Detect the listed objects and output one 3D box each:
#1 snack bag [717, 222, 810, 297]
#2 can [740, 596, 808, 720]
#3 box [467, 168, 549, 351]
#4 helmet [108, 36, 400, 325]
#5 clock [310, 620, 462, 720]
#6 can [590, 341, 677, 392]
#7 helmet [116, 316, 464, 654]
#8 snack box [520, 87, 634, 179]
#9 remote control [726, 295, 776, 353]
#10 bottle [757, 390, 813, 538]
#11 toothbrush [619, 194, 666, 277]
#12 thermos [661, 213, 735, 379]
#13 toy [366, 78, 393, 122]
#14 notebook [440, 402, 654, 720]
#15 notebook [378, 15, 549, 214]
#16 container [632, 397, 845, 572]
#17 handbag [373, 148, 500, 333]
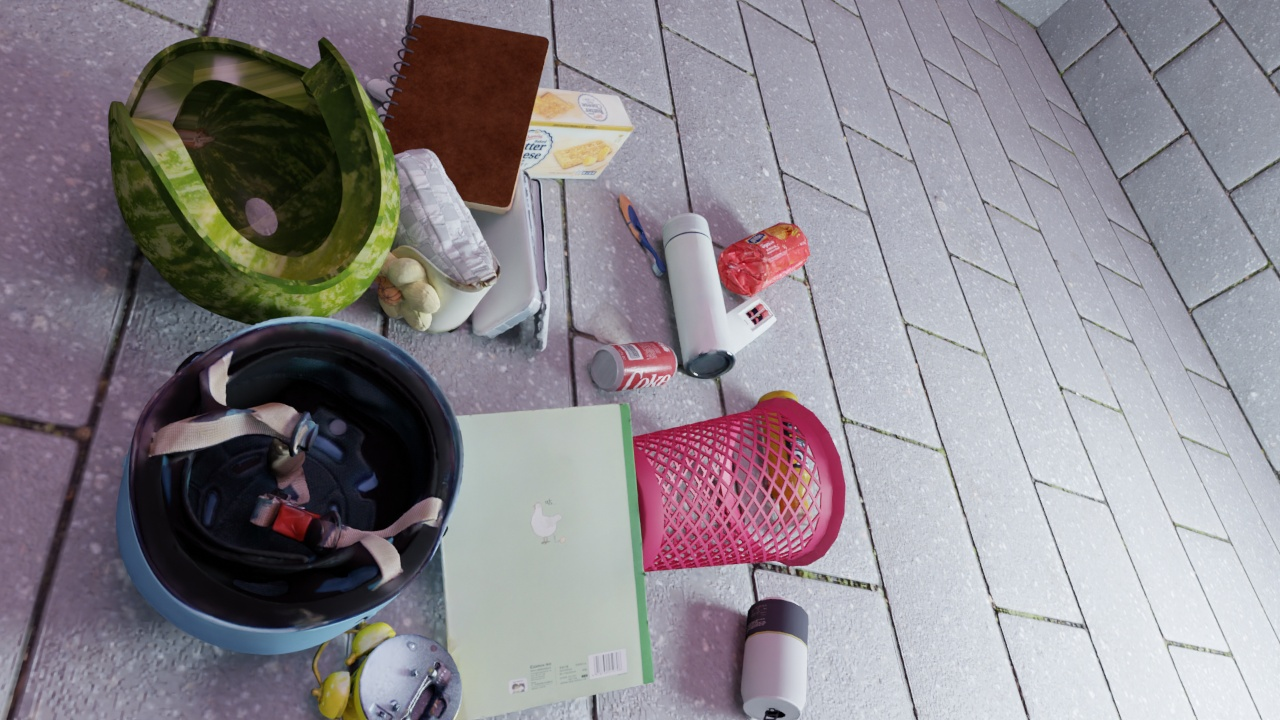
[{"bbox_3d":[0.181,-0.147,1.326,0.082,0.083,0.175,53,42,6],"label":"snack bag"},{"bbox_3d":[0.138,0.311,0.939,0.064,0.064,0.127,31,43,-18],"label":"can"},{"bbox_3d":[-0.122,-0.108,1.030,0.109,0.108,0.216,28,42,-44],"label":"box"},{"bbox_3d":[-0.319,-0.146,0.772,0.212,0.247,0.243,-30,120,-23],"label":"helmet"},{"bbox_3d":[-0.195,0.250,0.705,0.118,0.057,0.083,40,42,-10],"label":"clock"},{"bbox_3d":[-0.006,0.006,1.062,0.096,0.054,0.054,-6,63,-43],"label":"can"},{"bbox_3d":[-0.262,0.093,0.685,0.225,0.167,0.264,40,43,-11],"label":"helmet"},{"bbox_3d":[-0.116,-0.284,1.154,0.207,0.104,0.057,-10,65,-44],"label":"snack box"},{"bbox_3d":[0.140,-0.048,1.252,0.049,0.024,0.143,51,41,4],"label":"remote control"},{"bbox_3d":[0.180,0.126,1.129,0.053,0.053,0.185,21,48,-28],"label":"bottle"},{"bbox_3d":[0.001,-0.169,1.237,0.021,0.017,0.135,-4,59,-47],"label":"toothbrush"},{"bbox_3d":[0.073,-0.087,1.194,0.067,0.068,0.229,15,50,-32],"label":"thermos"},{"bbox_3d":[-0.269,-0.287,1.069,0.075,0.037,0.125,-5,50,-34],"label":"toy"},{"bbox_3d":[-0.081,0.167,0.792,0.181,0.010,0.252,-3,85,-23],"label":"notebook"},{"bbox_3d":[-0.205,-0.279,1.029,0.167,0.024,0.225,10,71,0],"label":"notebook"},{"bbox_3d":[0.063,0.137,0.943,0.225,0.184,0.183,-3,61,-33],"label":"container"},{"bbox_3d":[-0.228,-0.118,0.920,0.123,0.113,0.171,-22,80,-37],"label":"handbag"}]
